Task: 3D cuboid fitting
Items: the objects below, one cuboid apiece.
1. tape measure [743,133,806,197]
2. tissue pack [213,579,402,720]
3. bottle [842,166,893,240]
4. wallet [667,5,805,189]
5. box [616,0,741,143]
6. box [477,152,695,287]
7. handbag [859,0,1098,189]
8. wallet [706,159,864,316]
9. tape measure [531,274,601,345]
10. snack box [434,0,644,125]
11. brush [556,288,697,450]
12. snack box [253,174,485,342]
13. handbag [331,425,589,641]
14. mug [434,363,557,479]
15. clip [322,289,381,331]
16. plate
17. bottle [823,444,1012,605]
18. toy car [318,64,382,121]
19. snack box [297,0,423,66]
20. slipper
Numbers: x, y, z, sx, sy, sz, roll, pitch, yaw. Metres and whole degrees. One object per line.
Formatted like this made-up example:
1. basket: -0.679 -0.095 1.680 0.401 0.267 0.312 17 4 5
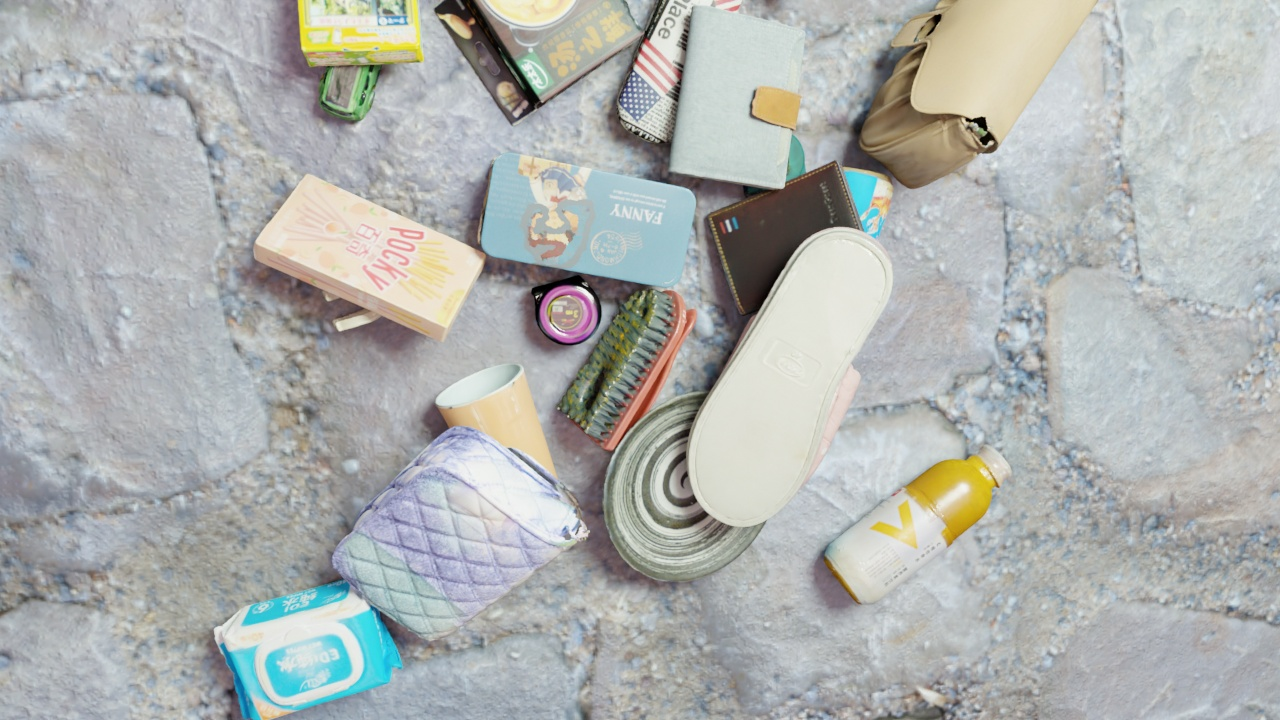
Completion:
1. tape measure: 0.114 -0.172 0.794 0.058 0.025 0.054 -12 103 -8
2. tissue pack: -0.284 0.249 0.791 0.140 0.063 0.090 -15 103 -6
3. bottle: 0.165 -0.057 0.804 0.065 0.065 0.219 10 99 -11
4. wallet: 0.082 -0.209 0.740 0.106 0.037 0.130 5 100 -21
5. box: 0.032 -0.260 0.759 0.071 0.057 0.164 26 94 2
6. box: -0.040 -0.115 0.763 0.184 0.059 0.090 7 100 -9
7. handbag: 0.265 -0.242 0.739 0.100 0.148 0.204 36 84 -16
8. wallet: 0.126 -0.101 0.774 0.122 0.020 0.096 -20 85 24
9. tape measure: -0.062 -0.042 0.784 0.057 0.039 0.058 -19 98 -5
10. snack box: -0.081 -0.272 0.734 0.125 0.053 0.113 -37 104 -6
11. brush: -0.005 0.005 0.795 0.069 0.063 0.146 28 95 -44
12. snack box: -0.210 -0.082 0.724 0.157 0.026 0.084 24 53 -6
13. handbag: -0.150 0.142 0.747 0.134 0.075 0.194 42 124 -14
14. mug: -0.115 0.074 0.782 0.078 0.078 0.123 -21 108 -5
15. clip: -0.211 -0.052 0.744 0.103 0.092 0.035 -14 102 5
16. plate: 0.046 0.111 0.824 0.179 0.024 0.179 -6 105 -23
17. bottle: 0.261 0.150 0.858 0.189 0.068 0.068 -38 104 -1
18. toy car: -0.225 -0.236 0.722 0.043 0.036 0.091 16 94 -11
19. snack box: -0.214 -0.295 0.694 0.087 0.034 0.140 -5 82 -8
20. slipper: 0.123 0.017 0.769 0.114 0.054 0.275 24 108 5
